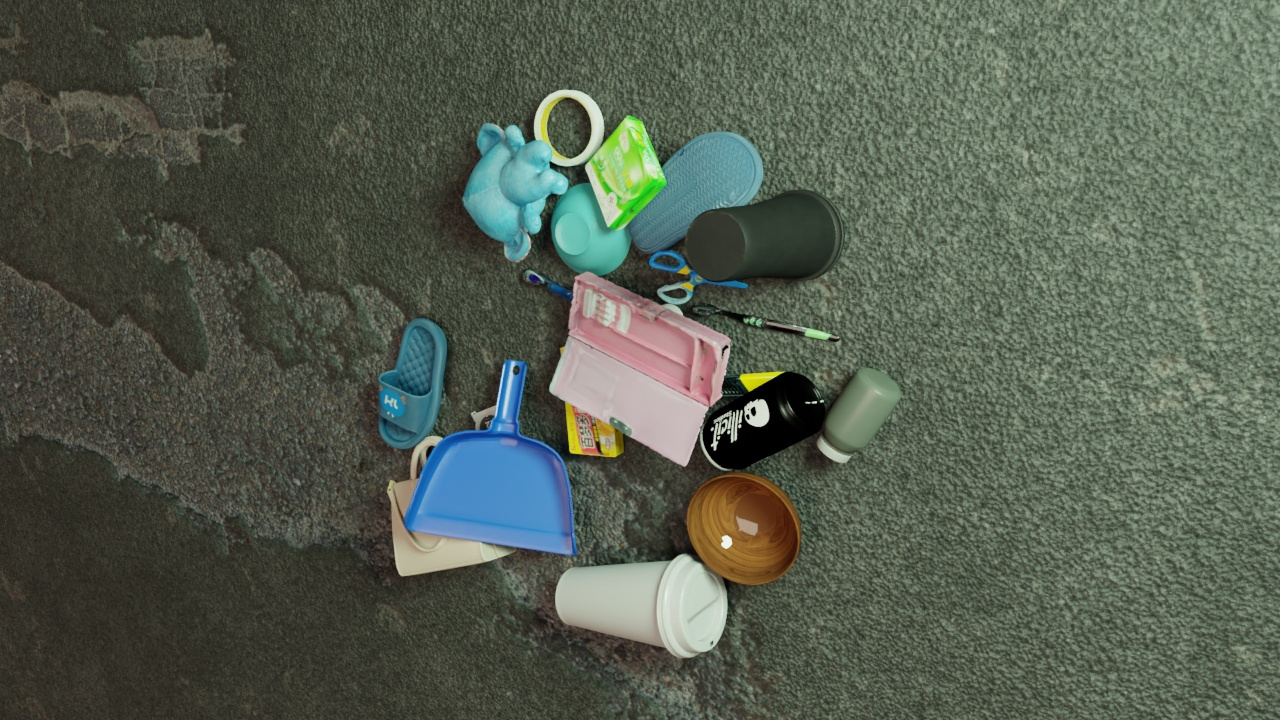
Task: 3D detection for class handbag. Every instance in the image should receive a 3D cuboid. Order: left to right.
[{"bbox_3d":[-0.294,0.211,1.382,0.195,0.101,0.197,-16,84,30],"label":"handbag"}]

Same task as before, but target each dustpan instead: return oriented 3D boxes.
[{"bbox_3d":[-0.193,0.128,1.292,0.245,0.059,0.257,8,80,2],"label":"dustpan"}]

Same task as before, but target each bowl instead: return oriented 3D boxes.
[{"bbox_3d":[-0.075,-0.165,1.182,0.121,0.046,0.121,7,107,26],"label":"bowl"},{"bbox_3d":[0.139,0.201,1.158,0.147,0.068,0.147,8,109,25],"label":"bowl"}]

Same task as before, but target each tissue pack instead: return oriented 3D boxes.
[{"bbox_3d":[-0.020,-0.226,1.120,0.100,0.034,0.114,-41,60,40],"label":"tissue pack"}]

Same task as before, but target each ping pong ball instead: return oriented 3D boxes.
[{"bbox_3d":[0.034,-0.052,1.160,0.040,0.040,0.040,7,107,25],"label":"ping pong ball"}]

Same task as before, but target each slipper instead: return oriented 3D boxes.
[{"bbox_3d":[-0.344,0.040,1.367,0.104,0.059,0.214,30,111,22],"label":"slipper"},{"bbox_3d":[0.062,-0.199,1.097,0.214,0.059,0.103,-25,82,44],"label":"slipper"}]

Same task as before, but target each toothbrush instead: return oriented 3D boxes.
[{"bbox_3d":[0.149,-0.045,1.117,0.188,0.017,0.014,14,116,22],"label":"toothbrush"}]

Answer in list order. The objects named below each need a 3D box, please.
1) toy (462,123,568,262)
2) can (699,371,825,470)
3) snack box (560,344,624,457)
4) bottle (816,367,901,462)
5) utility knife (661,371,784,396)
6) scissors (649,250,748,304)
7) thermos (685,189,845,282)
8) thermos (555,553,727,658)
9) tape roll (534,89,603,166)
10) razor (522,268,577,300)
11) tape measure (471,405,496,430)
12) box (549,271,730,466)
[{"bbox_3d":[-0.149,-0.226,1.170,0.181,0.114,0.183,-16,86,50],"label":"toy"},{"bbox_3d":[0.145,0.075,1.102,0.146,0.080,0.080,-34,87,43],"label":"can"},{"bbox_3d":[-0.065,0.054,1.249,0.075,0.025,0.152,3,105,27],"label":"snack box"},{"bbox_3d":[0.252,0.065,1.068,0.060,0.060,0.109,36,117,15],"label":"bottle"},{"bbox_3d":[0.107,0.032,1.157,0.187,0.020,0.029,-3,102,27],"label":"utility knife"},{"bbox_3d":[0.074,-0.095,1.135,0.133,0.020,0.097,12,137,11],"label":"scissors"},{"bbox_3d":[0.134,-0.130,0.990,0.106,0.218,0.106,8,104,33],"label":"thermos"},{"bbox_3d":[-0.006,0.326,1.243,0.222,0.131,0.131,-6,101,36],"label":"thermos"},{"bbox_3d":[-0.092,-0.296,1.171,0.094,0.019,0.094,7,107,25],"label":"tape roll"},{"bbox_3d":[-0.102,-0.092,1.232,0.141,0.018,0.044,24,114,20],"label":"razor"},{"bbox_3d":[-0.213,0.098,1.342,0.064,0.016,0.065,-22,93,30],"label":"tape measure"},{"bbox_3d":[-0.004,0.006,1.157,0.233,0.050,0.180,28,116,28],"label":"box"}]
